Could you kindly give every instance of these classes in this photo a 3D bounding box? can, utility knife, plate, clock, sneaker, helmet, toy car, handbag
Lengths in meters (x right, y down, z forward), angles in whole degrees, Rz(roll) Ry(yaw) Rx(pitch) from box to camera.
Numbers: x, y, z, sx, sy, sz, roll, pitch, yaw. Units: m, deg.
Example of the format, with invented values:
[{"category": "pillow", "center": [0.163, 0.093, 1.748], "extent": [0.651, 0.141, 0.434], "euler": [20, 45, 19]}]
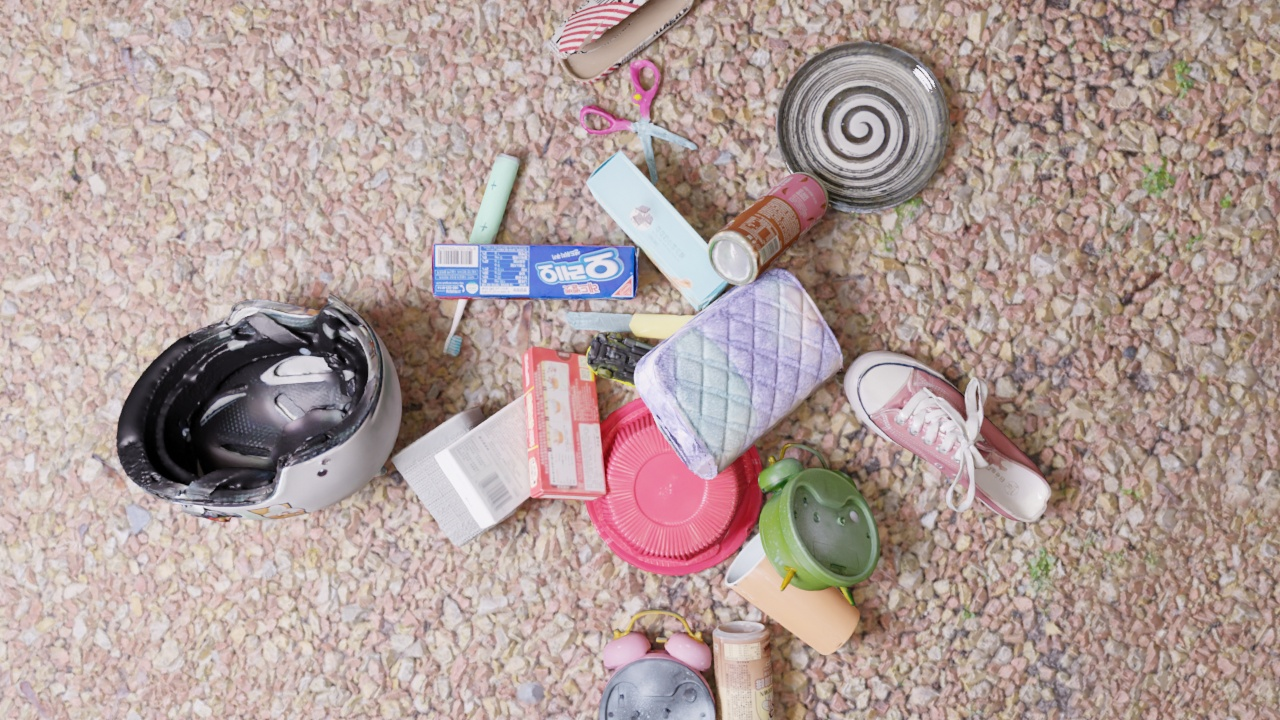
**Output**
[{"category": "can", "center": [0.105, 0.329, 0.934], "extent": [0.058, 0.058, 0.116], "euler": [-3, 89, 4]}, {"category": "utility knife", "center": [0.029, -0.038, 0.966], "extent": [0.220, 0.022, 0.031], "euler": [3, 88, -3]}, {"category": "plate", "center": [0.229, -0.241, 0.955], "extent": [0.179, 0.024, 0.179], "euler": [0, 87, 3]}, {"category": "clock", "center": [0.171, 0.153, 0.902], "extent": [0.116, 0.056, 0.161], "euler": [19, 53, -28]}, {"category": "sneaker", "center": [0.311, 0.076, 0.910], "extent": [0.241, 0.088, 0.118], "euler": [40, 92, 3]}, {"category": "clock", "center": [0.018, 0.335, 0.940], "extent": [0.117, 0.060, 0.158], "euler": [-1, 90, 5]}, {"category": "helmet", "center": [-0.354, 0.063, 0.917], "extent": [0.274, 0.157, 0.229], "euler": [-12, 56, 15]}, {"category": "toy car", "center": [-0.006, 0.006, 0.958], "extent": [0.105, 0.032, 0.048], "euler": [18, 74, -9]}, {"category": "can", "center": [0.127, -0.132, 0.904], "extent": [0.058, 0.058, 0.146], "euler": [46, 53, 4]}, {"category": "handbag", "center": [0.097, 0.008, 0.897], "extent": [0.193, 0.076, 0.134], "euler": [-36, 95, -22]}]

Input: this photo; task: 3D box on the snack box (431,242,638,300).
[{"category": "snack box", "center": [-0.107, -0.090, 0.942], "extent": [0.207, 0.058, 0.057], "euler": [0, 90, -5]}]

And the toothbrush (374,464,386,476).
[{"category": "toothbrush", "center": [-0.382, 0.128, 0.987], "extent": [0.221, 0.026, 0.026], "euler": [-6, 129, 4]}]

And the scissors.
[{"category": "scissors", "center": [-0.006, -0.250, 0.976], "extent": [0.130, 0.017, 0.133], "euler": [-11, 92, 1]}]

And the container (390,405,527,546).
[{"category": "container", "center": [-0.180, 0.120, 0.945], "extent": [0.090, 0.090, 0.114], "euler": [-33, 90, 3]}]

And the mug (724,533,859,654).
[{"category": "mug", "center": [0.157, 0.235, 0.928], "extent": [0.123, 0.078, 0.078], "euler": [41, 91, -2]}]

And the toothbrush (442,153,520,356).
[{"category": "toothbrush", "center": [-0.173, -0.112, 0.978], "extent": [0.027, 0.026, 0.224], "euler": [18, 90, -1]}]

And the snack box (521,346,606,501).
[{"category": "snack box", "center": [-0.078, 0.064, 0.924], "extent": [0.075, 0.026, 0.152], "euler": [8, 63, -33]}]

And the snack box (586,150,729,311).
[{"category": "snack box", "center": [0.021, -0.130, 0.941], "extent": [0.051, 0.074, 0.175], "euler": [-43, 86, 2]}]

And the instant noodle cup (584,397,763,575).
[{"category": "instant noodle cup", "center": [0.031, 0.129, 0.941], "extent": [0.194, 0.066, 0.194], "euler": [0, 89, 5]}]

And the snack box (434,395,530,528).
[{"category": "snack box", "center": [-0.123, 0.090, 0.912], "extent": [0.027, 0.156, 0.084], "euler": [-29, 95, 42]}]

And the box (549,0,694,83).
[{"category": "box", "center": [-0.016, -0.356, 0.966], "extent": [0.163, 0.083, 0.075], "euler": [-39, 46, 3]}]
